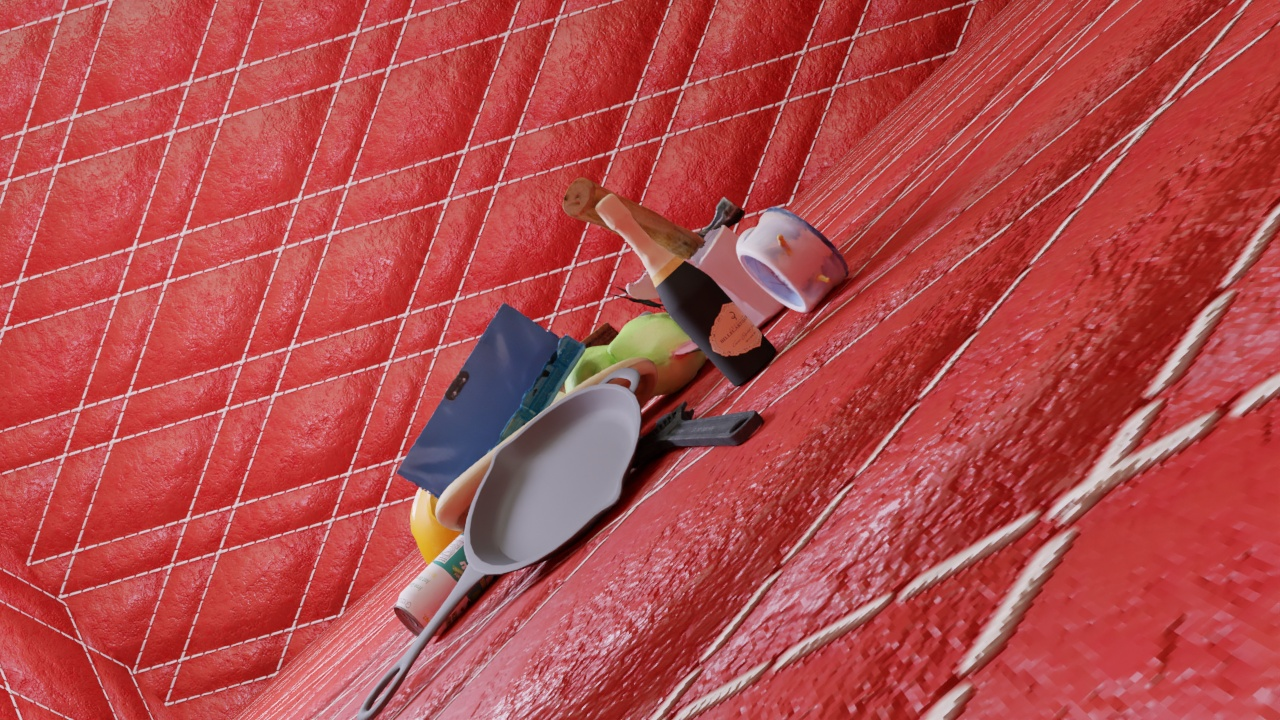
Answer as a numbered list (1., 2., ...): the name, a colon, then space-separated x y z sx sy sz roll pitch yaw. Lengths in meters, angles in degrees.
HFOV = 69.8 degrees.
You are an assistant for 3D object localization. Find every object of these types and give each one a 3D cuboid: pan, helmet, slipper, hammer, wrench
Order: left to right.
1. helmet: -0.197 0.159 1.148 0.254 0.131 0.206 -47 5 -41
2. pan: -0.106 0.148 0.754 0.353 0.024 0.217 -52 28 -17
3. slipper: -0.077 0.101 0.901 0.261 0.079 0.111 -35 -21 -3
4. hammer: 0.010 -0.125 0.887 0.132 0.033 0.330 -53 -19 13
5. wrench: 0.036 0.054 0.688 0.073 0.018 0.273 -44 5 -13

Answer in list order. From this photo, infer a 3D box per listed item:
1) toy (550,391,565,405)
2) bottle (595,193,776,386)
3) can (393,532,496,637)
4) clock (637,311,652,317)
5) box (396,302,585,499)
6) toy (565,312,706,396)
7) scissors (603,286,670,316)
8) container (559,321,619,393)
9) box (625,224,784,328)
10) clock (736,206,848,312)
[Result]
1. toy: -0.093 0.099 1.095 0.053 0.099 0.095 -10 36 41
2. bottle: 0.032 -0.061 0.738 0.045 0.184 0.045 -42 3 3
3. can: -0.184 0.216 0.883 0.101 0.055 0.055 -45 4 -34
4. clock: 0.007 0.000 1.257 0.122 0.075 0.161 -56 -9 8
5. box: -0.165 0.054 0.991 0.231 0.112 0.094 -58 4 -4
6. toy: -0.006 0.006 1.051 0.197 0.107 0.150 -40 -3 19
7. scissors: 0.046 -0.053 1.015 0.150 0.013 0.165 -5 28 -28
8. container: -0.074 0.041 1.368 0.113 0.114 0.198 -46 -1 28
9. box: 0.071 -0.075 0.914 0.136 0.147 0.084 -57 8 -36
10. clock: 0.126 -0.084 0.793 0.052 0.089 0.125 -49 4 -5
